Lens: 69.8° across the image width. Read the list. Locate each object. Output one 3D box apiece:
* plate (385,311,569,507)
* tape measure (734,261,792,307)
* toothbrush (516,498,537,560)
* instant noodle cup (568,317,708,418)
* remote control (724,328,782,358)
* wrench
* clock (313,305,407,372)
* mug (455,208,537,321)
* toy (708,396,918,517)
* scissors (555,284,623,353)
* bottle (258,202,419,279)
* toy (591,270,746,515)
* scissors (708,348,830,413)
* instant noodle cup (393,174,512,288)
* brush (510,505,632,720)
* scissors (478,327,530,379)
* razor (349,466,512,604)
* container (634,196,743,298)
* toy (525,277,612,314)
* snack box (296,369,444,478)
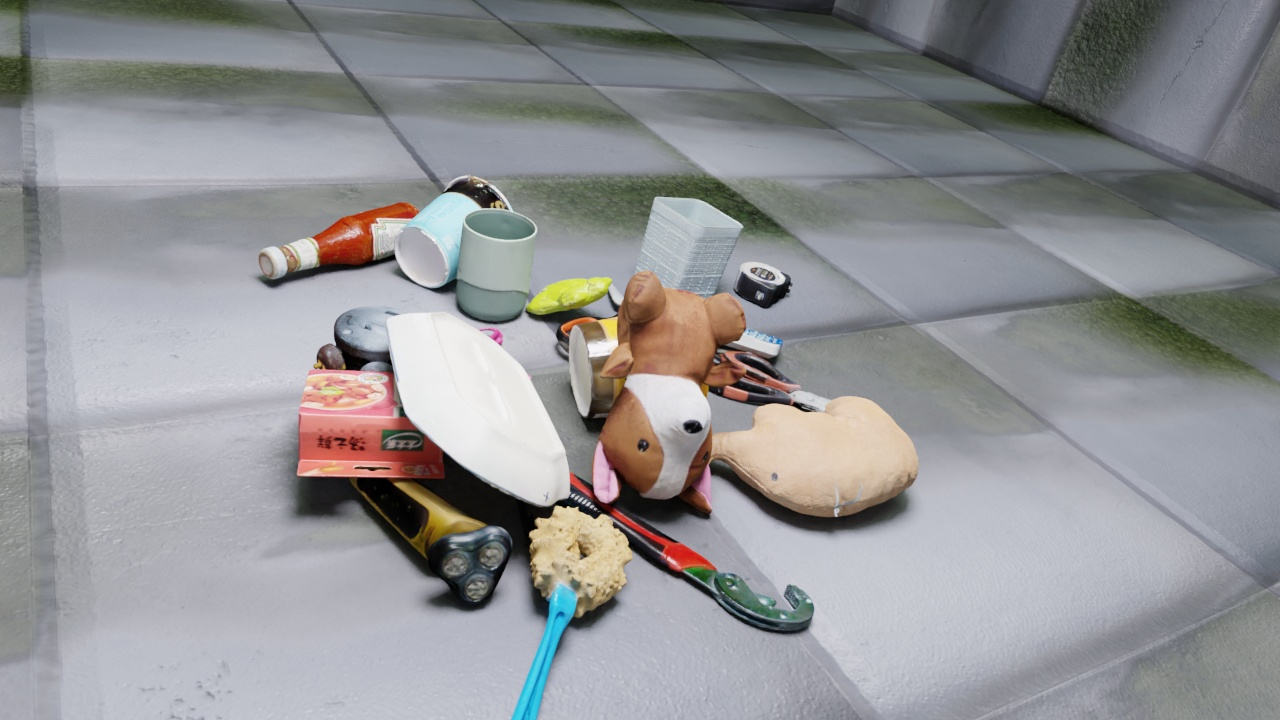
[{"bbox_3d":[-0.135,0.027,0.786,0.162,0.034,0.265,33,11,-31],"label":"plate"},{"bbox_3d":[0.159,-0.103,1.219,0.066,0.034,0.065,31,33,24],"label":"tape measure"},{"bbox_3d":[-0.095,0.126,0.765,0.015,0.018,0.181,4,33,-24],"label":"toothbrush"},{"bbox_3d":[-0.005,0.005,0.907,0.114,0.119,0.118,-7,35,-16],"label":"instant noodle cup"},{"bbox_3d":[0.105,-0.031,1.081,0.125,0.024,0.049,19,12,9],"label":"remote control"},{"bbox_3d":[0.016,0.150,0.765,0.273,0.016,0.056,26,29,20],"label":"wrench"},{"bbox_3d":[-0.259,-0.006,0.881,0.082,0.055,0.121,18,32,8],"label":"clock"},{"bbox_3d":[-0.162,-0.112,1.040,0.082,0.106,0.111,10,31,-3],"label":"mug"},{"bbox_3d":[0.154,0.091,0.861,0.225,0.083,0.143,-5,30,-22],"label":"toy"},{"bbox_3d":[-0.011,-0.036,1.062,0.228,0.022,0.220,36,33,32],"label":"scissors"},{"bbox_3d":[-0.343,-0.136,1.063,0.060,0.060,0.205,30,35,26],"label":"bottle"},{"bbox_3d":[0.026,0.031,0.795,0.140,0.199,0.131,13,-4,-19],"label":"toy"},{"bbox_3d":[0.171,0.033,1.017,0.204,0.015,0.198,-3,33,-25],"label":"scissors"},{"bbox_3d":[-0.225,-0.147,1.085,0.111,0.111,0.120,24,40,17],"label":"instant noodle cup"},{"bbox_3d":[-0.062,0.197,0.638,0.083,0.046,0.254,30,36,-10],"label":"brush"},{"bbox_3d":[-0.171,0.000,0.946,0.133,0.017,0.134,15,35,11],"label":"scissors"},{"bbox_3d":[-0.170,0.122,0.709,0.167,0.062,0.067,28,7,33],"label":"razor"},{"bbox_3d":[0.056,-0.135,1.148,0.090,0.112,0.090,-6,34,-42],"label":"container"},{"bbox_3d":[-0.080,-0.075,1.052,0.096,0.031,0.100,-25,16,-18],"label":"toy"},{"bbox_3d":[-0.221,0.050,0.759,0.113,0.044,0.127,3,19,-17],"label":"snack box"}]
